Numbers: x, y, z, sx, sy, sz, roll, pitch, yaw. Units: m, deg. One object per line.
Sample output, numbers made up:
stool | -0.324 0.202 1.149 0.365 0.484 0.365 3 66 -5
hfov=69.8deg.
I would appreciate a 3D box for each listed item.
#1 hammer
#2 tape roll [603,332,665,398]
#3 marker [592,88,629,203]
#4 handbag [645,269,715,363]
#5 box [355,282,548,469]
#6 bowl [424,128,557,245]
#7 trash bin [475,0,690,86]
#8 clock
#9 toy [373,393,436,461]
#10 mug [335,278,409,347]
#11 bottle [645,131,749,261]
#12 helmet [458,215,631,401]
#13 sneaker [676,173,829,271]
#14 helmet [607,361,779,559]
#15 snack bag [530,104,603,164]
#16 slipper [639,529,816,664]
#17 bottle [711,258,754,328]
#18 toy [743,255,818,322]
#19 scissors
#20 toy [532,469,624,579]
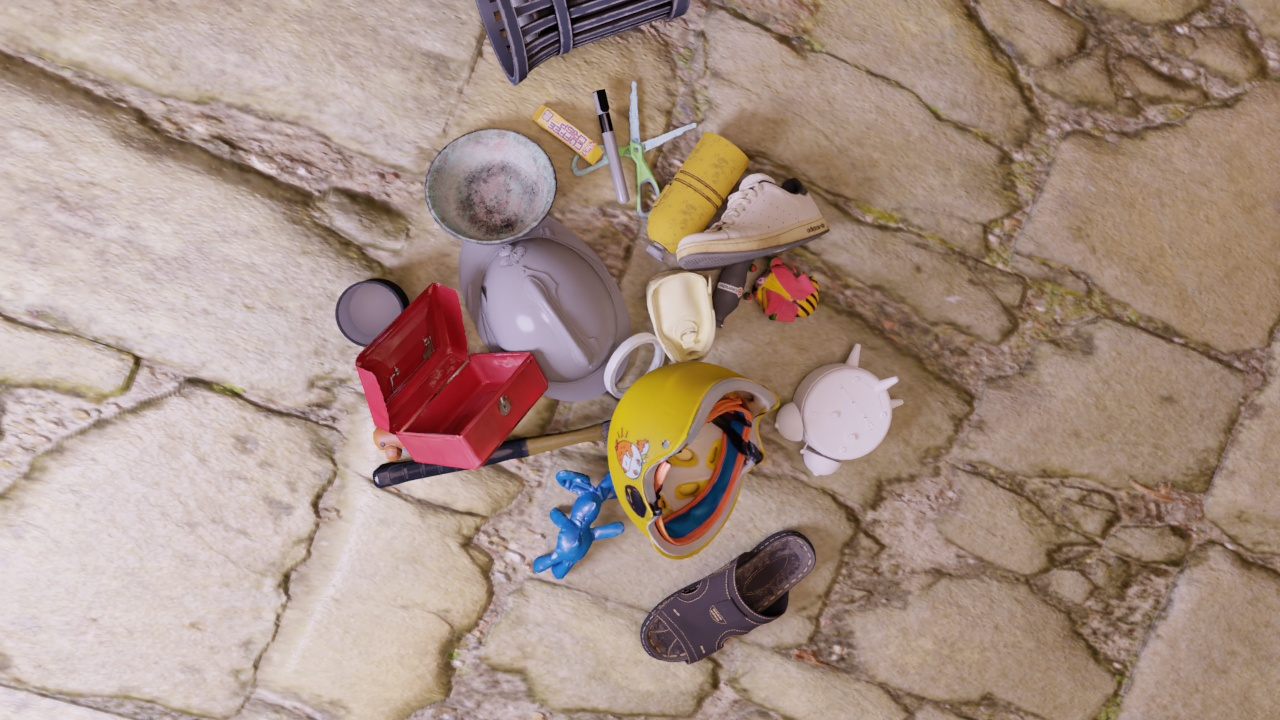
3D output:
hammer | -0.168 0.113 1.151 0.333 0.118 0.025 -12 96 -2
tape roll | -0.007 0.007 1.173 0.092 0.013 0.093 -30 141 -28
marker | -0.036 -0.267 1.149 0.016 0.016 0.140 -15 100 -7
handbag | 0.053 -0.057 1.150 0.081 0.119 0.111 -14 99 0
box | -0.211 0.033 1.076 0.168 0.154 0.156 24 52 15
bowl | -0.179 -0.204 1.113 0.157 0.039 0.157 0 72 0
trash bin | -0.068 -0.438 1.066 0.227 0.164 0.164 -22 100 -9
clock | 0.269 0.071 1.225 0.161 0.073 0.125 -40 101 -2
toy | -0.294 0.072 1.156 0.090 0.070 0.103 -11 76 5
mug | -0.313 -0.043 1.110 0.078 0.088 0.113 -26 100 -5
bottle | 0.062 -0.201 1.159 0.071 0.071 0.164 34 91 -12
helmet | -0.113 -0.065 1.124 0.183 0.118 0.271 -36 100 -3
sneaker | 0.136 -0.178 1.132 0.240 0.089 0.102 -18 91 -39
helmet | 0.041 0.103 1.089 0.208 0.140 0.240 -19 132 -43
snack bag | -0.092 -0.282 1.142 0.099 0.020 0.026 38 90 0
slipper | 0.123 0.324 1.233 0.267 0.076 0.113 -32 100 -4
bottle | 0.117 -0.096 1.198 0.036 0.036 0.110 18 94 -11
toy | 0.190 -0.090 1.209 0.103 0.046 0.084 12 76 -13
scissors | -0.009 -0.268 1.167 0.174 0.022 0.171 -5 96 -3
toy | -0.085 0.207 1.191 0.112 0.071 0.176 28 92 -23
